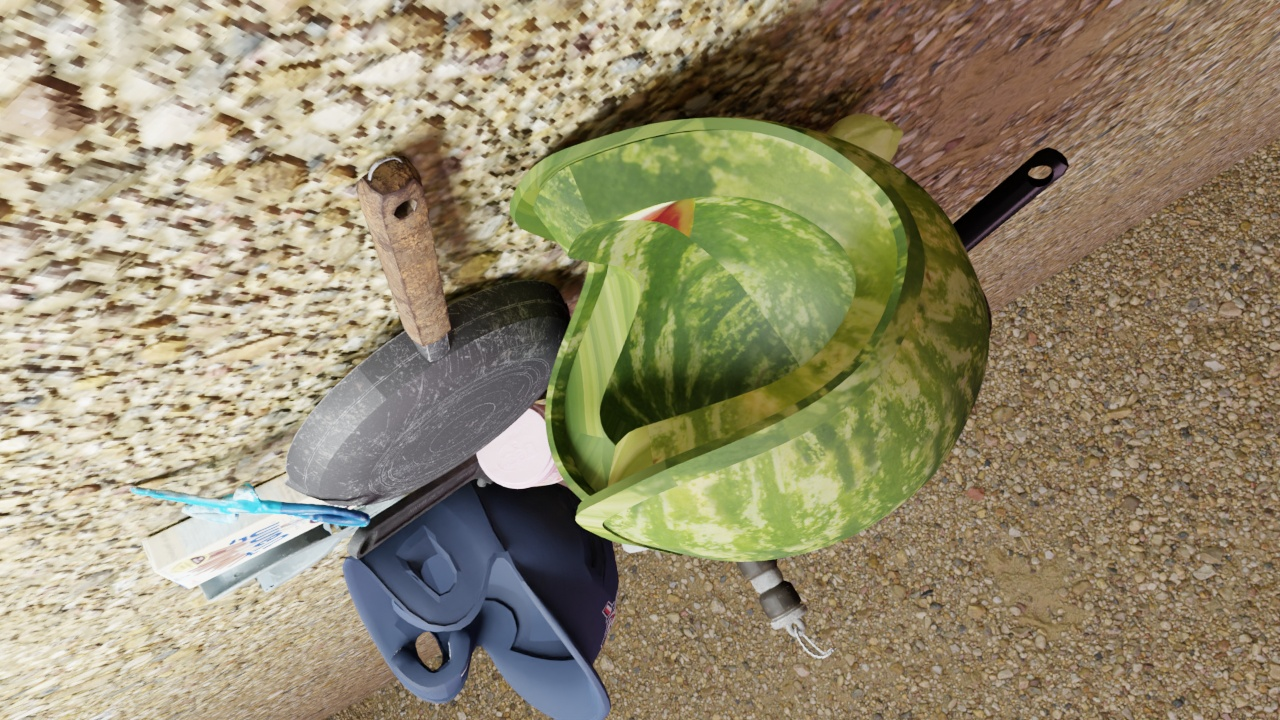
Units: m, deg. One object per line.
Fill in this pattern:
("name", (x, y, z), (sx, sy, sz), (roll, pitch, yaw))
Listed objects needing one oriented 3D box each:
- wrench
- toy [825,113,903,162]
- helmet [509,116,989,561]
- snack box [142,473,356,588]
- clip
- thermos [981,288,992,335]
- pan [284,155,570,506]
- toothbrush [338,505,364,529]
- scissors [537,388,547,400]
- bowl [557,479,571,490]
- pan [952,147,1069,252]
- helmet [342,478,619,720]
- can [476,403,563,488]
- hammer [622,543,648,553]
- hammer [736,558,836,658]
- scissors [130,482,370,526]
("wrench", (-0.149, 0.095, 0.714), (0.073, 0.018, 0.272), (-63, 172, 16))
("toy", (0.099, -0.111, 0.575), (0.135, 0.045, 0.091), (-29, 167, 25))
("helmet", (0.058, -0.003, 0.489), (0.243, 0.213, 0.247), (-16, 160, -1))
("snack box", (-0.262, 0.110, 0.652), (0.149, 0.026, 0.082), (-26, 167, -20))
("clip", (-0.287, 0.154, 0.738), (0.165, 0.032, 0.165), (-37, 173, 33))
("thermos", (0.153, -0.002, 0.774), (0.172, 0.172, 0.227), (-19, 155, -42))
("pan", (-0.113, 0.000, 0.510), (0.207, 0.040, 0.358), (-34, 167, -18))
("toothbrush", (-0.202, 0.103, 0.784), (0.155, 0.015, 0.022), (-34, -161, 14))
("scissors", (-0.006, 0.005, 0.778), (0.230, 0.016, 0.224), (-23, 170, 31))
("bowl", (-0.136, 0.167, 1.037), (0.150, 0.075, 0.151), (-28, 167, -7))
("pan", (0.136, -0.021, 0.621), (0.358, 0.225, 0.034), (-46, -164, 40))
("helmet", (-0.118, 0.225, 0.868), (0.222, 0.272, 0.233), (-31, 158, -31))
("can", (-0.087, 0.067, 0.731), (0.067, 0.067, 0.076), (-32, 168, 8))
("hammer", (-0.041, 0.092, 0.855), (0.039, 0.131, 0.328), (-16, 179, -13))
("hammer", (0.089, 0.155, 0.927), (0.079, 0.326, 0.177), (-16, 160, -49))
("scissors", (-0.231, 0.089, 0.554), (0.140, 0.011, 0.134), (12, 157, -21))
